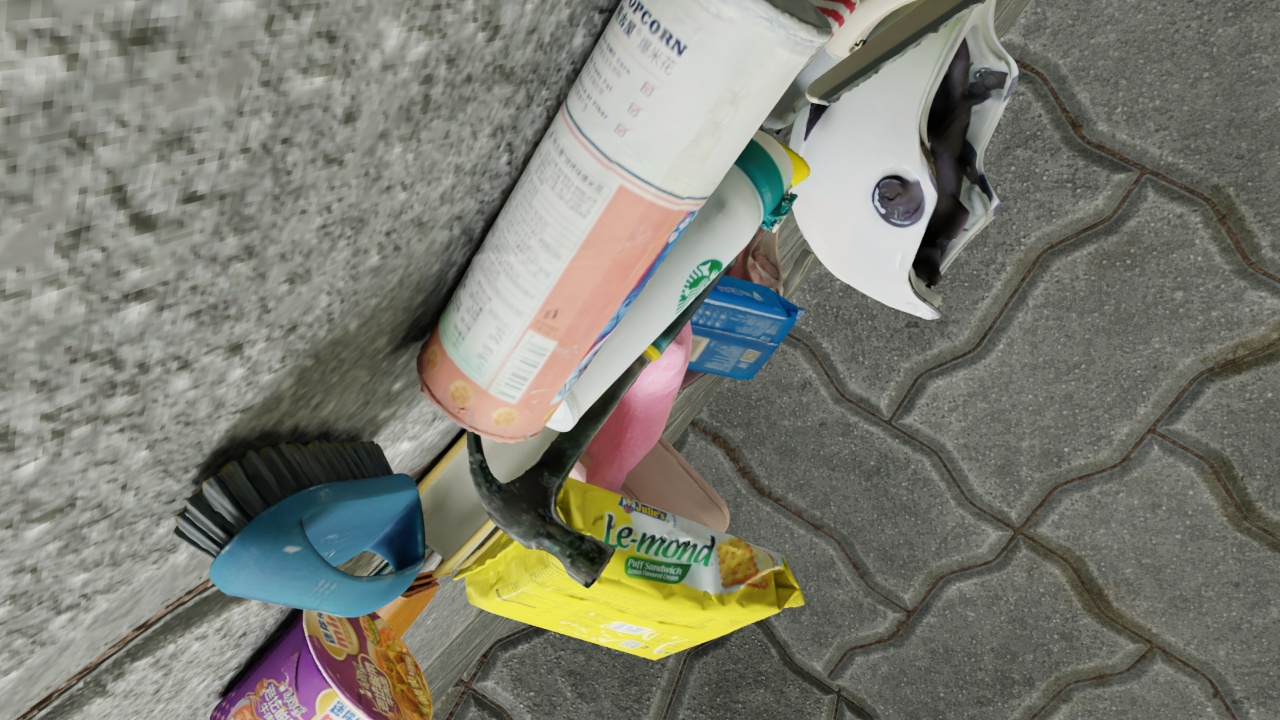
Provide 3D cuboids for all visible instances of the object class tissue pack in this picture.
[{"bbox_3d":[0.068,-0.034,0.845,0.157,0.052,0.095,11,131,-31],"label":"tissue pack"}]

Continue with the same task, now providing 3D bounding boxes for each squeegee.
[{"bbox_3d":[0.126,-0.184,0.539,0.246,0.039,0.247,-36,-172,-17],"label":"squeegee"}]

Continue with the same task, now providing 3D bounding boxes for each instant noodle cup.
[{"bbox_3d":[-0.205,0.219,0.577,0.099,0.111,0.111,-41,172,-1],"label":"instant noodle cup"}]

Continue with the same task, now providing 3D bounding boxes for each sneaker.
[{"bbox_3d":[0.101,-0.075,0.925,0.118,0.088,0.242,-46,171,-25],"label":"sneaker"}]

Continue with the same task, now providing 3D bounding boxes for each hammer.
[{"bbox_3d":[0.007,-0.023,0.595,0.322,0.126,0.032,-54,173,-17],"label":"hammer"}]

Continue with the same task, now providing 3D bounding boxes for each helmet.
[{"bbox_3d":[0.199,-0.172,0.737,0.228,0.146,0.259,-53,143,-35],"label":"helmet"}]

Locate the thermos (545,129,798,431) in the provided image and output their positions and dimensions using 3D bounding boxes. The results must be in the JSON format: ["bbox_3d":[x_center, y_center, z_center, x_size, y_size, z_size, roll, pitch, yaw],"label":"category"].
[{"bbox_3d":[0.010,-0.056,0.544,0.223,0.073,0.073,-46,172,-24],"label":"thermos"}]

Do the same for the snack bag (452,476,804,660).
[{"bbox_3d":[-0.012,0.175,0.723,0.158,0.246,0.068,-36,-140,43],"label":"snack bag"}]

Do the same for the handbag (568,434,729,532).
[{"bbox_3d":[-0.046,0.154,0.904,0.093,0.193,0.235,-40,178,-44],"label":"handbag"}]

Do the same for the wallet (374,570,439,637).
[{"bbox_3d":[-0.227,0.235,0.772,0.130,0.035,0.119,-48,173,-1],"label":"wallet"}]

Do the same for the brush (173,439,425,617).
[{"bbox_3d":[-0.128,0.073,0.386,0.055,0.073,0.144,-45,173,1],"label":"brush"}]

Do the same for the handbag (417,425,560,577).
[{"bbox_3d":[-0.096,0.079,0.679,0.163,0.063,0.179,-47,176,-2],"label":"handbag"}]

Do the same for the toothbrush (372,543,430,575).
[{"bbox_3d":[-0.219,0.189,0.658,0.191,0.018,0.016,-45,171,-31],"label":"toothbrush"}]

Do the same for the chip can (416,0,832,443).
[{"bbox_3d":[-0.017,-0.061,0.371,0.215,0.071,0.071,-53,172,30],"label":"chip can"}]

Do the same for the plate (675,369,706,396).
[{"bbox_3d":[0.005,0.033,0.977,0.192,0.039,0.192,-34,180,0],"label":"plate"}]

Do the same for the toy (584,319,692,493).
[{"bbox_3d":[-0.004,0.004,0.737,0.178,0.074,0.195,-104,-144,-68],"label":"toy"}]

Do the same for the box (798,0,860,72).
[{"bbox_3d":[0.065,-0.151,0.438,0.164,0.064,0.074,-46,156,-21],"label":"box"}]
